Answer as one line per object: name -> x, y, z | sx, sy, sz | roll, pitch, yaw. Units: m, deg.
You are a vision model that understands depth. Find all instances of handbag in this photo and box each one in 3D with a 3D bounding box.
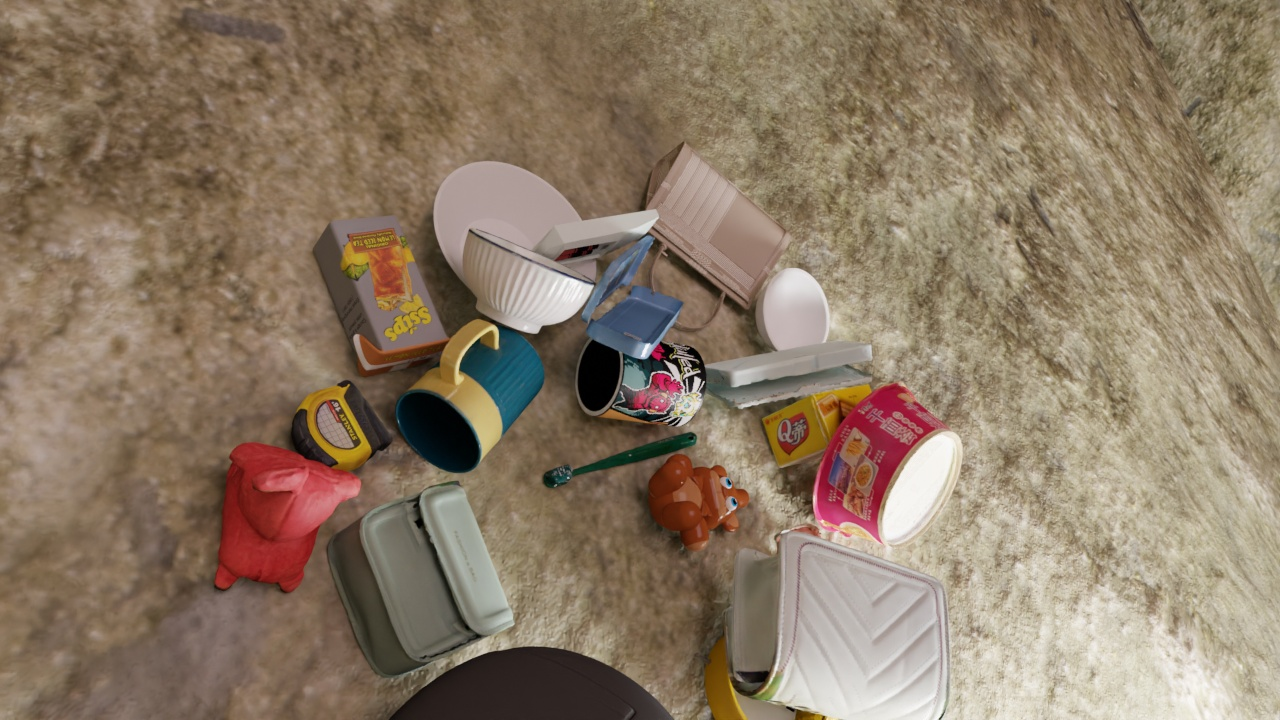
handbag -> 0.177, 0.249, 0.826 | 0.198, 0.096, 0.141 | 23, 59, -23
handbag -> -0.161, 0.161, 0.686 | 0.106, 0.067, 0.121 | -14, 75, -44
handbag -> 0.069, -0.118, 1.045 | 0.175, 0.062, 0.197 | 36, 57, -20

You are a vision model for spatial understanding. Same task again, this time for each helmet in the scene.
helmet -> -0.060, 0.287, 0.626 | 0.264, 0.165, 0.169 | 33, 37, -7

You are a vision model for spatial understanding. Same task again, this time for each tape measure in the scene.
tape measure -> -0.236, 0.055, 0.707 | 0.065, 0.037, 0.064 | 52, 45, 1

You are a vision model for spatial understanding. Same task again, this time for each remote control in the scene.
remote control -> -0.042, -0.117, 0.897 | 0.143, 0.050, 0.024 | -18, 77, -43

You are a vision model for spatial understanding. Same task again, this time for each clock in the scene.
clock -> 0.121, 0.310, 0.839 | 0.113, 0.052, 0.152 | -28, 80, -44

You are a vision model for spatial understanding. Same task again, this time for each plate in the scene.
plate -> -0.126, -0.109, 0.889 | 0.173, 0.036, 0.173 | 19, 55, -30

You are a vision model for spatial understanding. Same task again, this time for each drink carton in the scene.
drink carton -> -0.219, -0.055, 0.774 | 0.076, 0.049, 0.125 | -15, 76, -43

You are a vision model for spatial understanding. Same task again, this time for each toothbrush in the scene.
toothbrush -> -0.013, 0.092, 0.878 | 0.189, 0.017, 0.016 | -11, 73, -42

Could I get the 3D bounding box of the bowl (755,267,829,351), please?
bowl -> 0.170, -0.052, 1.083 | 0.109, 0.041, 0.110 | 4, 83, -37

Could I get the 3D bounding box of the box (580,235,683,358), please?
box -> 0.005, -0.063, 0.882 | 0.074, 0.078, 0.208 | 26, 18, 2

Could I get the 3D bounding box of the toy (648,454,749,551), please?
toy -> 0.063, 0.134, 0.884 | 0.127, 0.065, 0.095 | 5, 65, -43

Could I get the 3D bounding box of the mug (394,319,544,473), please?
mug -> -0.137, 0.018, 0.757 | 0.083, 0.114, 0.107 | 23, 43, 17

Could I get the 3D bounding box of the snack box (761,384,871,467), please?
snack box -> 0.203, 0.073, 1.016 | 0.105, 0.084, 0.061 | -6, 72, -41

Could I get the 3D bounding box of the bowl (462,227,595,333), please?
bowl -> -0.104, -0.063, 0.794 | 0.118, 0.118, 0.062 | 21, 98, -29

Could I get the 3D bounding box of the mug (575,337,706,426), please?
mug -> -0.005, 0.005, 0.896 | 0.098, 0.082, 0.118 | 10, 42, -35

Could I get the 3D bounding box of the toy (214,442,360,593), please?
toy -> -0.241, 0.108, 0.616 | 0.088, 0.133, 0.094 | 17, 65, -19

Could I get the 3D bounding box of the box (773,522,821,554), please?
box -> 0.174, 0.262, 0.927 | 0.058, 0.062, 0.188 | -7, 71, -14

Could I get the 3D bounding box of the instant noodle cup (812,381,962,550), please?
instant noodle cup -> 0.270, 0.121, 0.973 | 0.178, 0.179, 0.078 | -7, 28, -41

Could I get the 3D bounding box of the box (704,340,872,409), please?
box -> 0.161, 0.010, 1.009 | 0.198, 0.066, 0.083 | -11, 34, -30
